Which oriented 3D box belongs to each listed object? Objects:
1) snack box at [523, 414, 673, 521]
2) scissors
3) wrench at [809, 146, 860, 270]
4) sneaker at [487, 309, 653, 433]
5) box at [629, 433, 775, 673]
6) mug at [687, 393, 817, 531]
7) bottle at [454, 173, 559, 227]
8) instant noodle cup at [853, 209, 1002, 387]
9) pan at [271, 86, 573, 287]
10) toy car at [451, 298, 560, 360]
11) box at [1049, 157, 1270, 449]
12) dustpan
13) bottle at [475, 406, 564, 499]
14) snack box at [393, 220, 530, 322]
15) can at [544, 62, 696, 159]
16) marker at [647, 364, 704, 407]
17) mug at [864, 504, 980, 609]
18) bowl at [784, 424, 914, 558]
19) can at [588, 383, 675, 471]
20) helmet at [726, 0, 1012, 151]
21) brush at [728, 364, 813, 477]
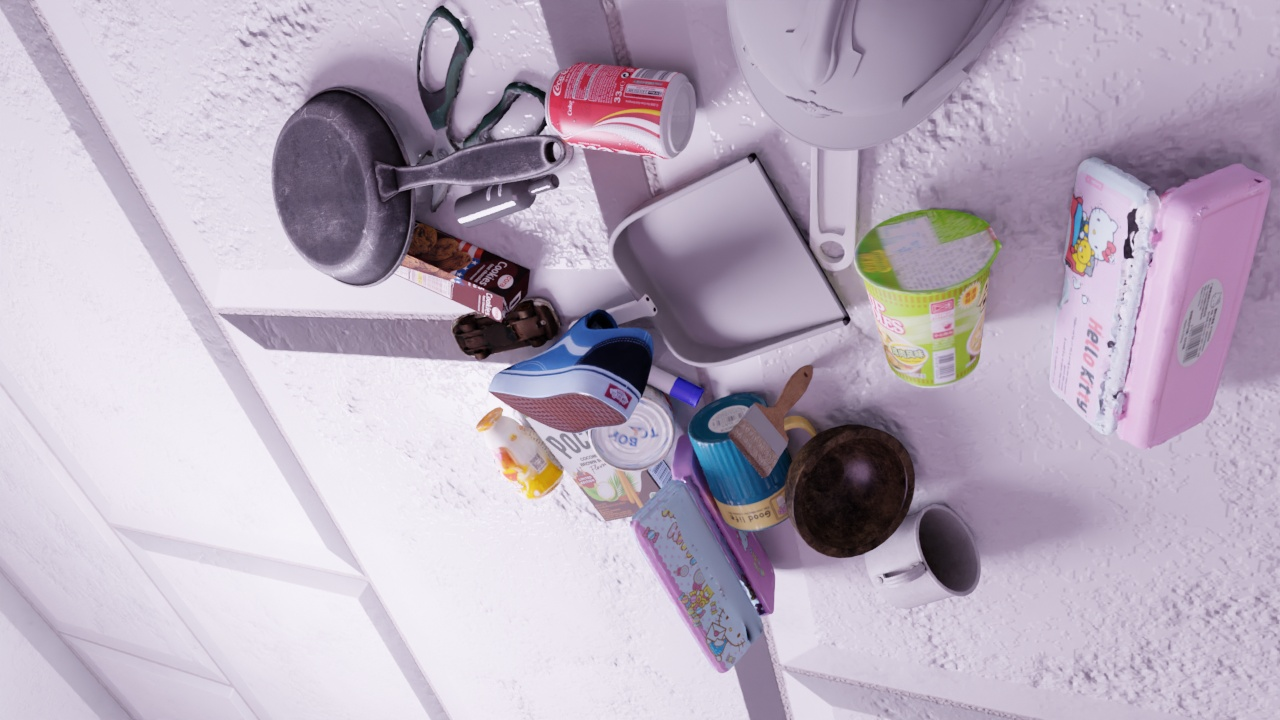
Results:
[{"bbox_3d":[-0.046,0.088,0.979,0.101,0.031,0.186,-18,115,39],"label":"snack box"},{"bbox_3d":[-0.147,-0.193,0.816,0.147,0.015,0.210,28,134,4],"label":"scissors"},{"bbox_3d":[0.151,-0.180,0.655,0.087,0.018,0.274,9,131,22],"label":"wrench"},{"bbox_3d":[-0.059,0.008,0.858,0.083,0.098,0.242,36,159,-25],"label":"sneaker"},{"bbox_3d":[0.072,0.193,0.917,0.049,0.149,0.214,-8,122,38],"label":"box"},{"bbox_3d":[0.113,0.089,0.865,0.114,0.083,0.107,-20,114,9],"label":"mug"},{"bbox_3d":[-0.118,-0.147,0.826,0.113,0.030,0.030,-11,120,36],"label":"bottle"},{"bbox_3d":[0.215,-0.041,0.684,0.099,0.098,0.108,5,136,26],"label":"instant noodle cup"},{"bbox_3d":[-0.213,-0.162,0.822,0.358,0.055,0.187,-1,103,35],"label":"pan"},{"bbox_3d":[-0.135,-0.035,0.928,0.113,0.040,0.048,-11,121,15],"label":"toy car"},{"bbox_3d":[0.344,-0.044,0.638,0.102,0.086,0.202,46,153,50],"label":"box"},{"bbox_3d":[0.032,-0.062,0.806,0.258,0.033,0.163,-15,117,43],"label":"dustpan"},{"bbox_3d":[-0.135,0.102,1.021,0.063,0.062,0.109,-25,111,41],"label":"bottle"},{"bbox_3d":[-0.183,-0.090,0.896,0.141,0.050,0.032,24,134,11],"label":"snack box"},{"bbox_3d":[-0.015,-0.193,0.705,0.105,0.064,0.064,13,131,21],"label":"can"},{"bbox_3d":[-0.005,0.005,0.896,0.141,0.020,0.020,27,135,9],"label":"marker"},{"bbox_3d":[0.249,0.185,0.836,0.071,0.113,0.084,-37,74,46],"label":"mug"},{"bbox_3d":[0.180,0.111,0.830,0.121,0.121,0.056,58,173,-21],"label":"bowl"},{"bbox_3d":[-0.008,0.064,0.903,0.086,0.043,0.086,0,111,0],"label":"can"},{"bbox_3d":[0.121,-0.219,0.538,0.183,0.117,0.272,21,136,11],"label":"helmet"},{"bbox_3d":[0.118,0.041,0.767,0.045,0.142,0.008,51,132,-4],"label":"brush"}]
